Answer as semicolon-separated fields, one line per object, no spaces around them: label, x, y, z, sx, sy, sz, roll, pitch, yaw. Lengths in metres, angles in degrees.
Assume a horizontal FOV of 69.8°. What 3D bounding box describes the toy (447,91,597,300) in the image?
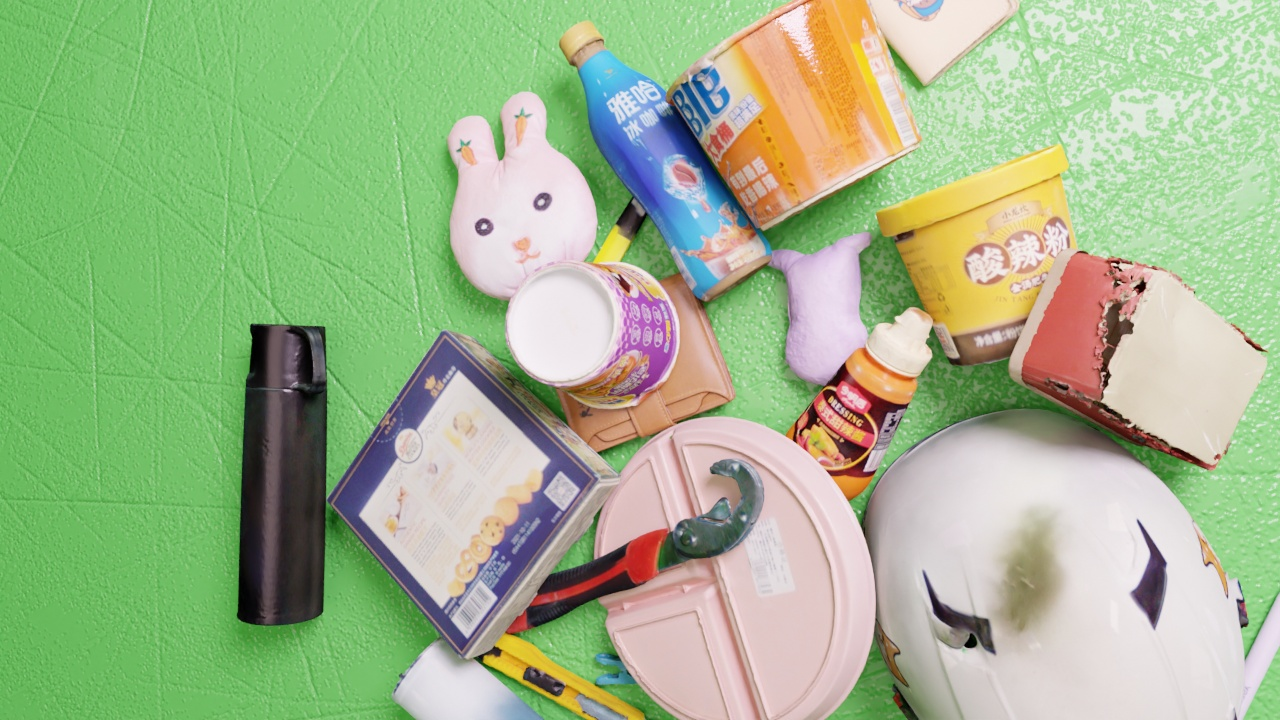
toy;-0.100;-0.128;0.713;0.121;0.054;0.159;-22;78;14

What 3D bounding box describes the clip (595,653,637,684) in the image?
clip;-0.009;0.242;0.716;0.057;0.014;0.047;-4;88;16

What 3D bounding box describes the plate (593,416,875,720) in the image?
plate;0.053;0.155;0.647;0.230;0.028;0.229;0;90;38

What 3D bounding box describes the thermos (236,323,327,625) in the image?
thermos;-0.289;0.091;0.752;0.090;0.068;0.242;5;94;49

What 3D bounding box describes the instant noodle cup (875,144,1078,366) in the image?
instant noodle cup;0.228;-0.065;0.596;0.119;0.118;0.114;-19;94;15

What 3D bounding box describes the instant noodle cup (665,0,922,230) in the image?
instant noodle cup;0.107;-0.163;0.611;0.151;0.151;0.111;-28;93;14

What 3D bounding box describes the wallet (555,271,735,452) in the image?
wallet;-0.004;0.004;0.701;0.132;0.031;0.108;-21;84;16

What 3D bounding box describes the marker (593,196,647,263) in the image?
marker;-0.005;-0.112;0.706;0.018;0.015;0.124;32;96;8

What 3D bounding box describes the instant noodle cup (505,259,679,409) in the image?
instant noodle cup;-0.037;-0.022;0.645;0.112;0.099;0.111;-1;85;17

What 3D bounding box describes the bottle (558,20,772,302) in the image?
bottle;0.012;-0.147;0.663;0.065;0.065;0.218;-34;86;13

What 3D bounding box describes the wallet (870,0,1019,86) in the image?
wallet;0.198;-0.264;0.642;0.087;0.024;0.115;-39;81;12

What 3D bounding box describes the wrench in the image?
wrench;-0.016;0.148;0.671;0.274;0.016;0.056;-35;67;32

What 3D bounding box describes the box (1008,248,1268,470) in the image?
box;0.305;0.003;0.540;0.076;0.168;0.091;28;96;54

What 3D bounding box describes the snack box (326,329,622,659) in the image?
snack box;-0.134;0.100;0.712;0.182;0.045;0.178;42;103;22

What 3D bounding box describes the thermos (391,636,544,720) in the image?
thermos;-0.094;0.309;0.714;0.220;0.070;0.070;37;100;11

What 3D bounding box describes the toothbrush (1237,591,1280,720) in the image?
toothbrush;0.415;0.171;0.596;0.029;0.021;0.189;25;100;27

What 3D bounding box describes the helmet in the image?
helmet;0.257;0.168;0.569;0.230;0.156;0.274;-23;85;15

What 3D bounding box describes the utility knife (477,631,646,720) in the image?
utility knife;-0.056;0.261;0.728;0.181;0.015;0.033;24;100;13

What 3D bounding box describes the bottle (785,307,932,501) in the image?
bottle;0.151;0.028;0.621;0.067;0.066;0.150;32;120;12

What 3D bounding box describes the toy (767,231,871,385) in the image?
toy;0.129;-0.033;0.659;0.084;0.038;0.108;-5;92;33
